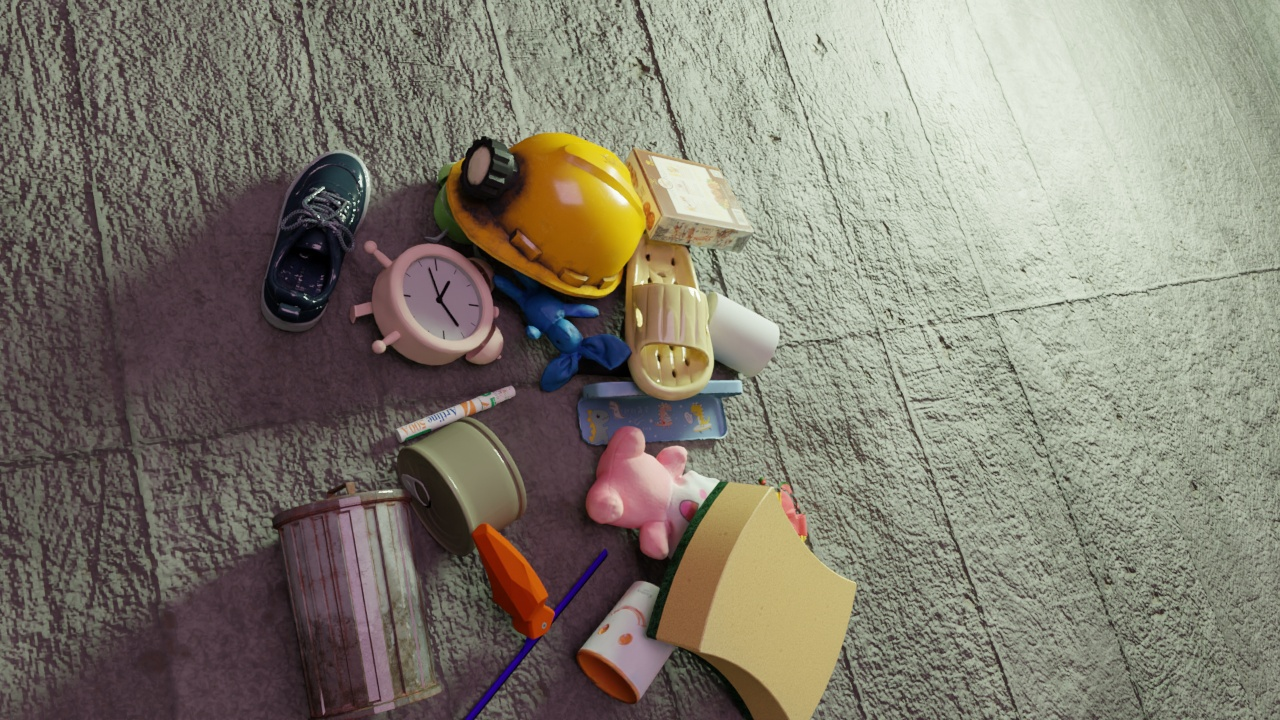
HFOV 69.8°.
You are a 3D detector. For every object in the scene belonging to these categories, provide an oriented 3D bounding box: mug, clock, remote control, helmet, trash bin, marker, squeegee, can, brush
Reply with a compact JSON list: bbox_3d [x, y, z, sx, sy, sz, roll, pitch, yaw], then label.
[{"bbox_3d":[0.120,-0.044,1.217,0.097,0.079,0.111,26,33,-16],"label":"mug"},{"bbox_3d":[-0.206,-0.191,1.118,0.094,0.043,0.119,18,63,-21],"label":"clock"},{"bbox_3d":[-0.007,0.007,1.133,0.146,0.015,0.033,4,111,-10],"label":"remote control"},{"bbox_3d":[-0.084,-0.194,1.080,0.255,0.132,0.205,14,45,-43],"label":"helmet"},{"bbox_3d":[-0.007,0.309,1.008,0.082,0.082,0.105,46,57,-5],"label":"mug"},{"bbox_3d":[-0.270,0.224,0.877,0.130,0.131,0.211,-7,76,-29],"label":"trash bin"},{"bbox_3d":[-0.207,0.059,1.038,0.145,0.017,0.017,-22,82,-32],"label":"marker"},{"bbox_3d":[-0.127,0.236,0.942,0.248,0.055,0.185,-47,132,-32],"label":"squeegee"},{"bbox_3d":[-0.237,-0.059,1.041,0.160,0.086,0.131,3,69,-36],"label":"clock"},{"bbox_3d":[-0.186,0.130,0.956,0.073,0.128,0.128,-31,87,-34],"label":"can"},{"bbox_3d":[0.134,0.279,1.035,0.250,0.075,0.194,48,58,-33],"label":"brush"}]

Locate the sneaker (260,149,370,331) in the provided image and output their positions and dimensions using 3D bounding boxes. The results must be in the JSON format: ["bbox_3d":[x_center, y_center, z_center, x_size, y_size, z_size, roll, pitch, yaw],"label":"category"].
[{"bbox_3d":[-0.351,-0.141,0.997,0.089,0.088,0.235,18,64,-21],"label":"sneaker"}]

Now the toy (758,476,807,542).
[{"bbox_3d":[0.175,0.202,1.167,0.103,0.046,0.084,55,44,-5],"label":"toy"}]

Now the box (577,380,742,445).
[{"bbox_3d":[0.028,0.066,1.133,0.210,0.073,0.079,1,85,-28],"label":"box"}]

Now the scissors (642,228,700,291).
[{"bbox_3d":[0.033,-0.136,1.235,0.149,0.019,0.130,18,62,-19],"label":"scissors"}]

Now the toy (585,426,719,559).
[{"bbox_3d":[0.041,0.175,1.083,0.213,0.084,0.141,26,62,-15],"label":"toy"}]

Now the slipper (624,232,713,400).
[{"bbox_3d":[0.040,-0.072,1.125,0.111,0.079,0.261,10,51,-19],"label":"slipper"}]

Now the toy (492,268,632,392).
[{"bbox_3d":[-0.106,-0.038,1.083,0.113,0.071,0.176,-42,93,1],"label":"toy"}]

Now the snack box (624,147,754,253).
[{"bbox_3d":[0.061,-0.214,1.229,0.146,0.041,0.143,5,46,-29],"label":"snack box"}]

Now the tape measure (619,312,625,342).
[{"bbox_3d":[0.003,-0.025,1.162,0.065,0.036,0.058,19,80,-7],"label":"tape measure"}]
